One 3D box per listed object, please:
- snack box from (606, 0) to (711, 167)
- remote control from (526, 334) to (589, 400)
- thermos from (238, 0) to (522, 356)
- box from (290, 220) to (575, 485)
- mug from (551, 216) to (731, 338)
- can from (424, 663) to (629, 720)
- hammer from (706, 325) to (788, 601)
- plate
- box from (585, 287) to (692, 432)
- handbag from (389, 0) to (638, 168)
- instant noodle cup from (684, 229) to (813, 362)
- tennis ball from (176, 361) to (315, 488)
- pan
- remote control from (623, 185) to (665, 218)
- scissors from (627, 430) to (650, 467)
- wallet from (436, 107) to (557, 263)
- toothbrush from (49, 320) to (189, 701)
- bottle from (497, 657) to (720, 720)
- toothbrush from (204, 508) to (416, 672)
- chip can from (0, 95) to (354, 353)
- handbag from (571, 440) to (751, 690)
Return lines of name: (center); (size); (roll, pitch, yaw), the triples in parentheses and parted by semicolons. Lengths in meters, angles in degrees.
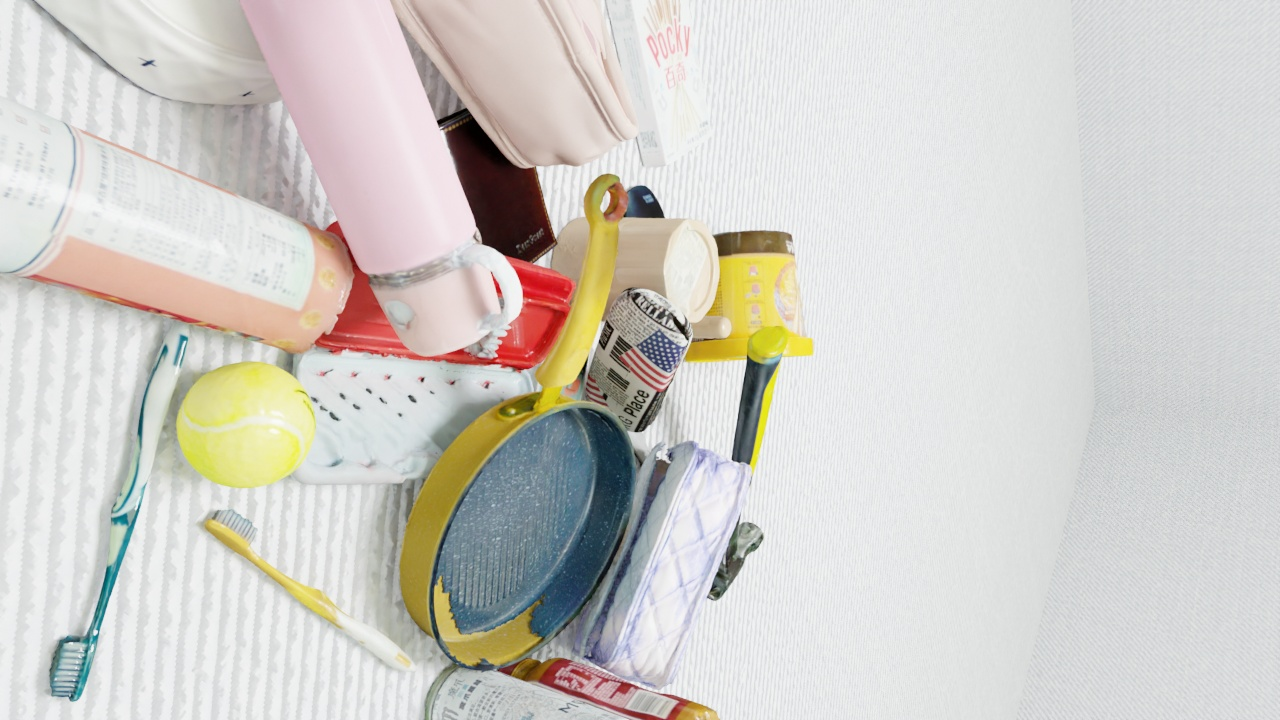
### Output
snack box: (0.017, -0.253, 0.781); (0.084, 0.027, 0.157); (-42, 128, -44)
remote control: (-0.069, 0.036, 0.701); (0.056, 0.019, 0.135); (21, 77, -55)
thermos: (-0.121, -0.099, 0.459); (0.067, 0.087, 0.199); (-45, 125, -46)
box: (-0.129, 0.001, 0.585); (0.200, 0.058, 0.161); (8, 99, -55)
mug: (0.005, -0.058, 0.722); (0.124, 0.104, 0.084); (53, 53, -44)
can: (-0.074, 0.247, 0.610); (0.058, 0.147, 0.058); (-11, 103, -54)
hammer: (0.094, 0.106, 0.848); (0.125, 0.032, 0.324); (-46, 151, -41)
plate: (-0.207, -0.230, 0.443); (0.204, 0.046, 0.205); (-11, 104, -55)
box: (-0.002, 0.002, 0.698); (0.165, 0.068, 0.052); (115, -3, -57)
handbag: (-0.068, -0.262, 0.591); (0.193, 0.093, 0.233); (55, 32, -55)
instant noodle cup: (0.097, -0.057, 0.853); (0.118, 0.119, 0.114); (-1, 87, -55)
tennis ball: (-0.200, 0.033, 0.469); (0.065, 0.066, 0.065); (-11, 103, -54)
pan: (-0.058, 0.049, 0.597); (0.197, 0.078, 0.358); (-23, 127, -47)
remote control: (0.012, -0.084, 0.797); (0.053, 0.024, 0.136); (-35, 123, -49)
scissors: (0.005, 0.106, 0.826); (0.172, 0.012, 0.132); (33, 68, -50)
wallet: (-0.101, -0.116, 0.636); (0.096, 0.020, 0.122); (-43, 130, -44)
toothbrush: (-0.251, 0.068, 0.445); (0.018, 0.016, 0.191); (20, 78, -44)
bottle: (-0.029, 0.251, 0.651); (0.057, 0.175, 0.057); (-11, 104, -54)
toothbrush: (-0.188, 0.142, 0.547); (0.191, 0.016, 0.018); (57, 41, -41)
chip can: (-0.233, -0.060, 0.404); (0.214, 0.071, 0.071); (22, 76, -54)
handbag: (0.013, 0.159, 0.741); (0.075, 0.134, 0.193); (26, 72, -8)
